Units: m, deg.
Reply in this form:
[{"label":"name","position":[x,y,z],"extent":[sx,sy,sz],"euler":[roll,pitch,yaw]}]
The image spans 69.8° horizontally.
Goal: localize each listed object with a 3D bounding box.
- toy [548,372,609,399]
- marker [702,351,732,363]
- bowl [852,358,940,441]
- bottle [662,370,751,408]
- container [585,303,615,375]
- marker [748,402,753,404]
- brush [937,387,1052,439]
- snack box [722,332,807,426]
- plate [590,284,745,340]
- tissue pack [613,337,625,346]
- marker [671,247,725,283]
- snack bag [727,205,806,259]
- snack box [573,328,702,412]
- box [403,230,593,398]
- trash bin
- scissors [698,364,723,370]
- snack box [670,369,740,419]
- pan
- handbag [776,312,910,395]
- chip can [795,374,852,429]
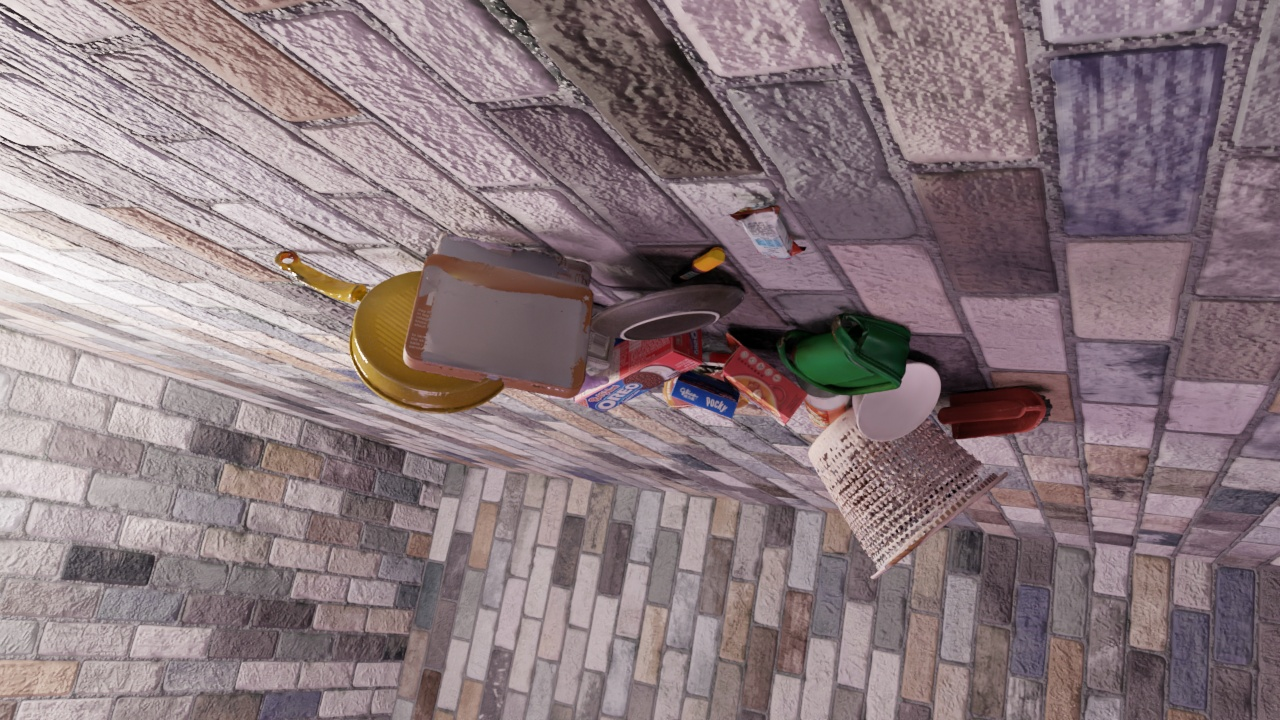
[{"label":"toy","position":[-0.094,0.018,1.132],"extent":[0.084,0.038,0.108],"euler":[-16,150,14]},{"label":"marker","position":[0.064,-0.008,1.301],"extent":[0.145,0.017,0.017],"euler":[6,166,21]},{"label":"bowl","position":[0.311,0.037,1.161],"extent":[0.118,0.118,0.064],"euler":[19,-157,-31]},{"label":"bottle","position":[0.114,0.044,1.389],"extent":[0.057,0.057,0.175],"euler":[22,162,-41]},{"label":"container","position":[-0.090,-0.026,1.194],"extent":[0.090,0.090,0.114],"euler":[16,162,-23]},{"label":"marker","position":[0.144,0.053,1.494],"extent":[0.145,0.017,0.017],"euler":[15,166,-18]},{"label":"brush","position":[0.466,0.069,1.210],"extent":[0.069,0.063,0.146],"euler":[3,171,-30]},{"label":"snack box","position":[0.149,0.027,1.177],"extent":[0.127,0.044,0.113],"euler":[38,177,11]},{"label":"plate","position":[0.030,-0.047,1.015],"extent":[0.179,0.024,0.179],"euler":[-12,170,-2]},{"label":"tissue pack","position":[-0.085,-0.012,1.317],"extent":[0.157,0.052,0.095],"euler":[16,166,-22]},{"label":"marker","position":[0.057,-0.096,0.946],"extent":[0.018,0.015,0.124],"euler":[16,168,-15]},{"label":"snack bag","position":[0.112,-0.112,0.804],"extent":[0.048,0.026,0.104],"euler":[-3,161,25]},{"label":"snack box","position":[-0.007,0.007,1.218],"extent":[0.057,0.058,0.208],"euler":[20,147,-36]},{"label":"box","position":[-0.149,-0.021,0.979],"extent":[0.183,0.192,0.157],"euler":[12,142,-7]},{"label":"trash bin","position":[0.344,0.154,1.249],"extent":[0.192,0.227,0.227],"euler":[52,180,19]},{"label":"scissors","position":[0.113,0.012,1.294],"extent":[0.170,0.014,0.160],"euler":[2,-174,-33]},{"label":"snack box","position":[0.091,0.042,1.239],"extent":[0.084,0.026,0.157],"euler":[21,-172,6]},{"label":"pan","position":[-0.311,-0.059,1.115],"extent":[0.357,0.197,0.078],"euler":[34,138,12]},{"label":"handbag","position":[0.239,-0.011,1.065],"extent":[0.120,0.068,0.132],"euler":[25,163,-24]},{"label":"chip can","position":[0.253,0.041,1.241],"extent":[0.071,0.071,0.214],"euler":[7,167,16]}]
